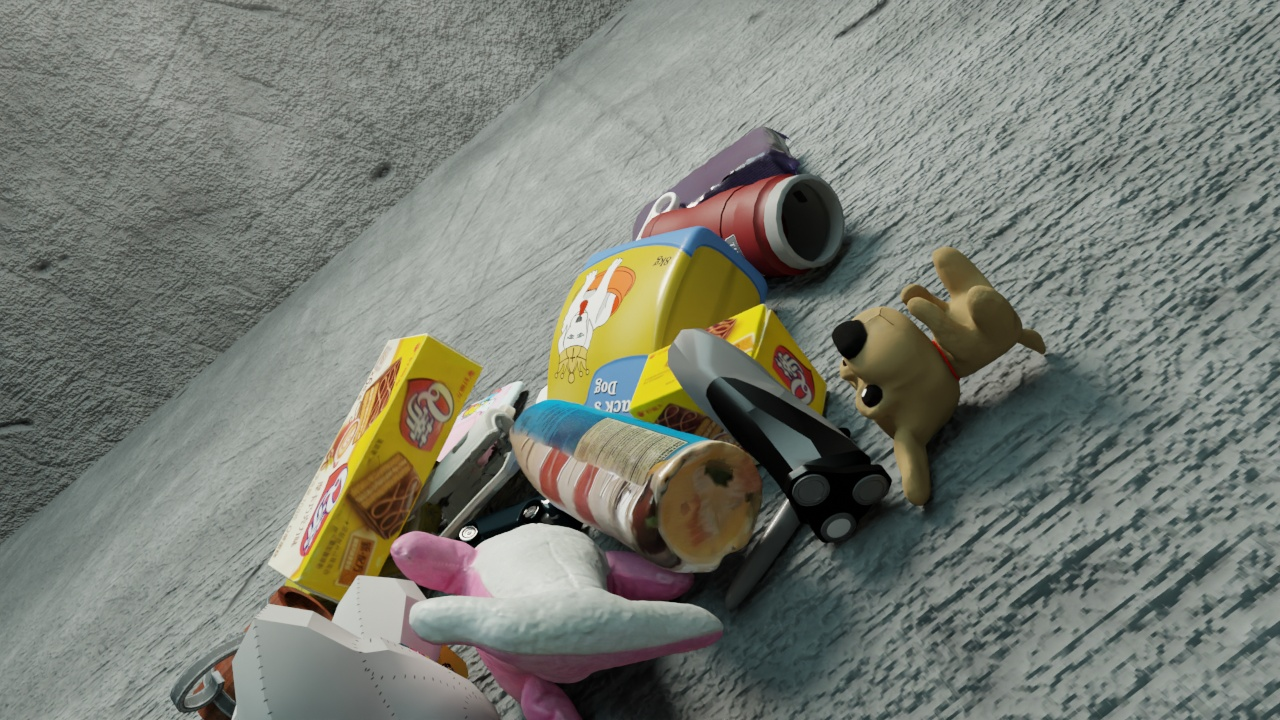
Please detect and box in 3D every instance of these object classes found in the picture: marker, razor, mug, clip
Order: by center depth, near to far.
[{"bbox_3d":[0.074,0.036,0.546,0.156,0.060,0.057,49,116,33],"label":"razor"},{"bbox_3d":[0.089,0.092,0.558,0.016,0.022,0.138,9,53,52],"label":"marker"},{"bbox_3d":[-0.330,0.259,0.787,0.081,0.117,0.111,39,84,28],"label":"mug"},{"bbox_3d":[-0.146,0.086,0.802,0.126,0.091,0.151,-43,16,24],"label":"clip"}]

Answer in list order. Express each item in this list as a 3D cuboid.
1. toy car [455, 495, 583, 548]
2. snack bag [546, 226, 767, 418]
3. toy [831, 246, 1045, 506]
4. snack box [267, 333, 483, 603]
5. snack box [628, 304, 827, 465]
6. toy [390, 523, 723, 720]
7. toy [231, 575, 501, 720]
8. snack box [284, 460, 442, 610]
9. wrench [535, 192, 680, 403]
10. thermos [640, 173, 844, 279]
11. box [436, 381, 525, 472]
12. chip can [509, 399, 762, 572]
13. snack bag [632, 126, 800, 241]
[{"bbox_3d":[-0.096,0.134,0.728,0.112,0.046,0.034,-23,31,31],"label":"toy car"},{"bbox_3d":[-0.005,0.004,0.760,0.159,0.102,0.204,-6,55,52],"label":"snack bag"},{"bbox_3d":[0.164,-0.001,0.525,0.108,0.105,0.134,-44,26,20],"label":"toy"},{"bbox_3d":[-0.230,0.092,0.801,0.110,0.061,0.230,-3,59,57],"label":"snack box"},{"bbox_3d":[0.061,0.026,0.633,0.106,0.083,0.061,-24,28,34],"label":"snack box"},{"bbox_3d":[-0.057,0.164,0.543,0.266,0.186,0.127,149,124,-76],"label":"toy"},{"bbox_3d":[-0.149,0.214,0.520,0.141,0.247,0.267,-25,44,-3],"label":"toy"},{"bbox_3d":[-0.258,0.167,0.871,0.181,0.045,0.121,-20,50,30],"label":"snack box"},{"bbox_3d":[-0.027,-0.053,0.900,0.066,0.018,0.272,6,65,52],"label":"wrench"},{"bbox_3d":[0.091,-0.120,0.828,0.107,0.084,0.199,-53,25,-22],"label":"thermos"},{"bbox_3d":[-0.219,0.096,0.969,0.202,0.045,0.154,-28,27,28],"label":"box"},{"bbox_3d":[-0.017,0.074,0.601,0.079,0.080,0.230,-49,24,-16],"label":"chip can"},{"bbox_3d":[0.070,-0.164,0.962,0.206,0.058,0.096,-33,27,18],"label":"snack bag"}]
